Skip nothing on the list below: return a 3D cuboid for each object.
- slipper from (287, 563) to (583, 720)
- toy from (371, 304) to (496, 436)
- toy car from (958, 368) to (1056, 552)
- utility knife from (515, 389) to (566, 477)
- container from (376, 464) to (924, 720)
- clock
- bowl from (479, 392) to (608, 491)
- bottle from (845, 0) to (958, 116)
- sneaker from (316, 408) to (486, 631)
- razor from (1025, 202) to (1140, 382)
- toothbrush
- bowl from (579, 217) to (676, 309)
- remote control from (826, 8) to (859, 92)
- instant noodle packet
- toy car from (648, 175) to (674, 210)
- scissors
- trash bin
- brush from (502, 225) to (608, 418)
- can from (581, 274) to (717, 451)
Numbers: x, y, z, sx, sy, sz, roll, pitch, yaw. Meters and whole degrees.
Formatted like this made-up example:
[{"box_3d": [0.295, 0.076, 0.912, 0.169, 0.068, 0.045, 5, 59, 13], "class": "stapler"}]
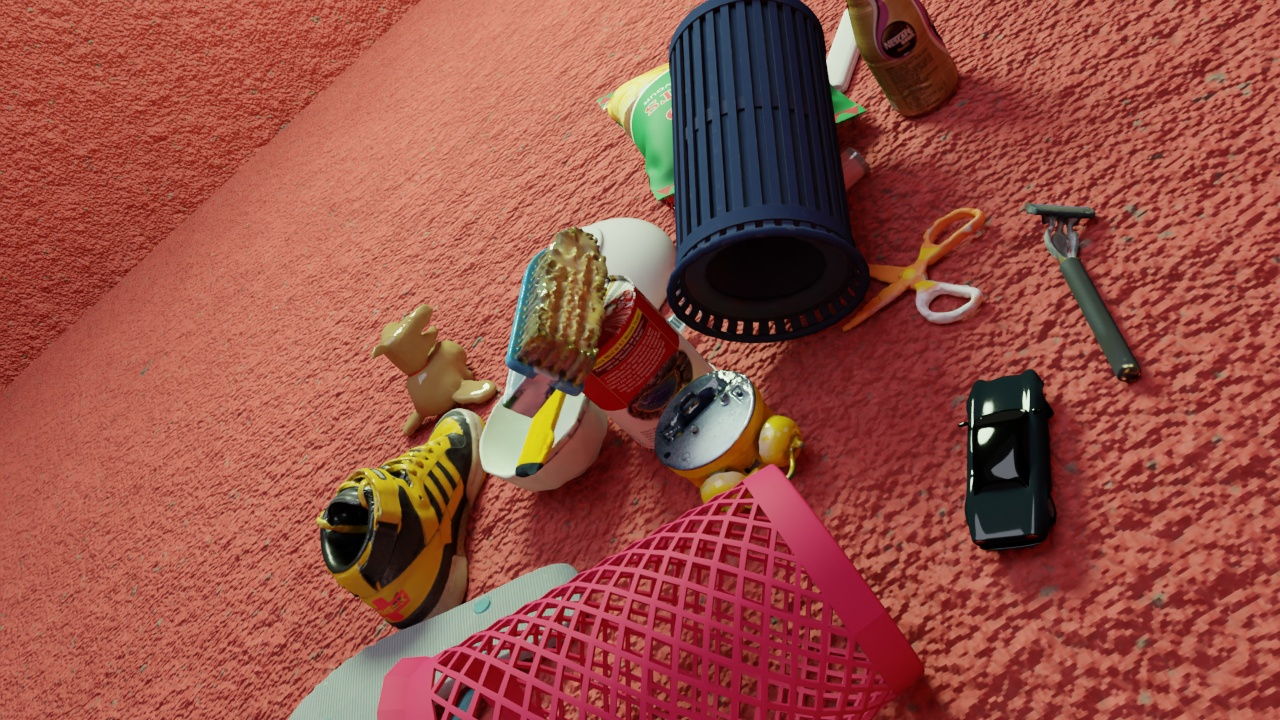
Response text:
[{"box_3d": [-0.152, 0.237, 0.688, 0.269, 0.055, 0.098, -31, 32, 2], "class": "slipper"}, {"box_3d": [-0.223, 0.006, 0.953, 0.134, 0.108, 0.105, -24, 23, 29], "class": "toy"}, {"box_3d": [0.201, 0.052, 0.504, 0.046, 0.034, 0.111, -16, 43, 36], "class": "toy car"}, {"box_3d": [-0.063, 0.012, 0.734, 0.031, 0.018, 0.190, -11, 50, 33], "class": "utility knife"}, {"box_3d": [0.014, 0.170, 0.474, 0.226, 0.183, 0.183, -36, 34, 1], "class": "container"}, {"box_3d": [0.061, 0.058, 0.628, 0.083, 0.057, 0.118, -45, 33, 0], "class": "clock"}, {"box_3d": [-0.071, 0.061, 0.763, 0.118, 0.061, 0.117, -29, 37, 24], "class": "bowl"}, {"box_3d": [0.195, -0.274, 0.733, 0.060, 0.166, 0.059, -28, 37, 24], "class": "bottle"}, {"box_3d": [-0.205, 0.114, 0.799, 0.086, 0.122, 0.238, -28, 39, 22], "class": "sneaker"}, {"box_3d": [0.266, -0.043, 0.548, 0.043, 0.022, 0.144, 3, 49, -2], "class": "razor"}, {"box_3d": [0.101, -0.093, 0.769, 0.222, 0.026, 0.027, -43, 10, 4], "class": "toothbrush"}, {"box_3d": [-0.053, -0.077, 0.883, 0.177, 0.066, 0.176, -28, 37, 24], "class": "bowl"}, {"box_3d": [0.200, -0.306, 0.899, 0.033, 0.012, 0.130, -8, 49, 43], "class": "remote control"}, {"box_3d": [0.074, -0.247, 0.887, 0.195, 0.090, 0.252, -23, 38, 0], "class": "instant noodle packet"}, {"box_3d": [0.041, -0.166, 0.896, 0.042, 0.036, 0.091, -21, 28, -18], "class": "toy car"}, {"box_3d": [0.195, -0.056, 0.644, 0.125, 0.011, 0.128, -41, 33, 17], "class": "scissors"}, {"box_3d": [0.087, -0.155, 0.697, 0.140, 0.139, 0.249, -21, 55, 32], "class": "trash bin"}, {"box_3d": [-0.062, -0.032, 0.648, 0.076, 0.055, 0.135, -48, 26, 39], "class": "brush"}, {"box_3d": [-0.004, 0.004, 0.700, 0.087, 0.116, 0.086, -28, 37, 24], "class": "can"}]
